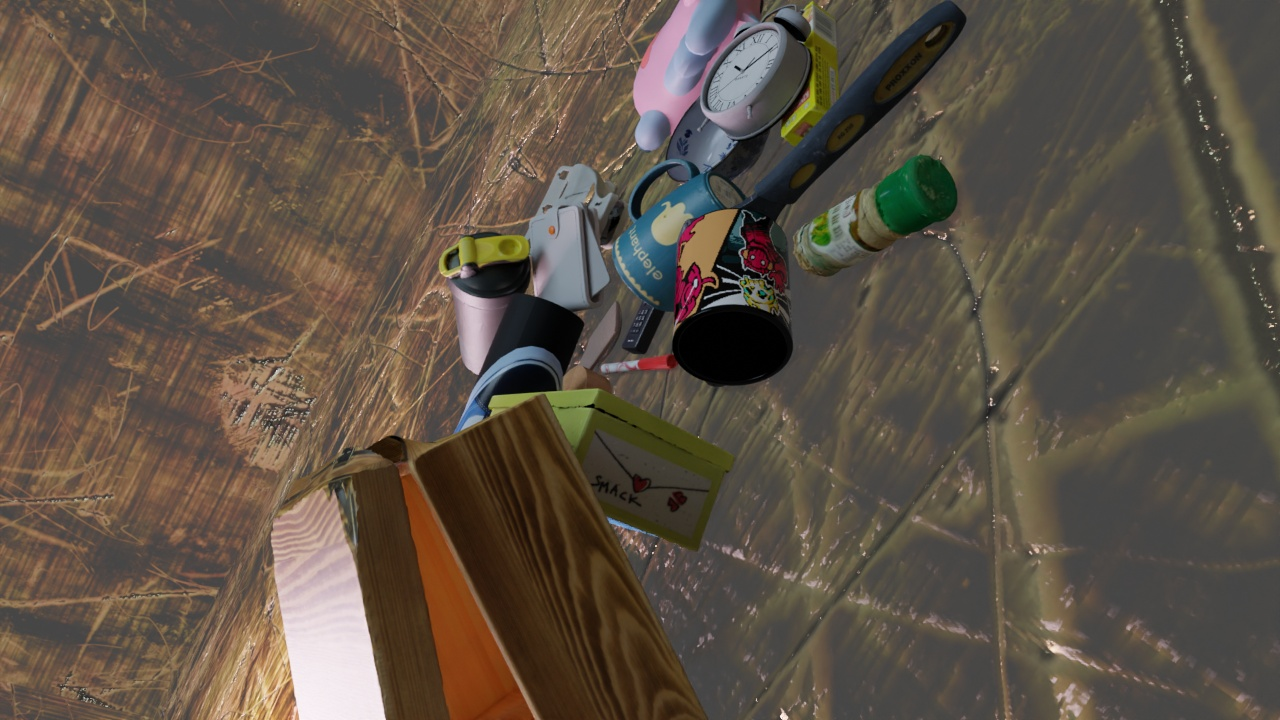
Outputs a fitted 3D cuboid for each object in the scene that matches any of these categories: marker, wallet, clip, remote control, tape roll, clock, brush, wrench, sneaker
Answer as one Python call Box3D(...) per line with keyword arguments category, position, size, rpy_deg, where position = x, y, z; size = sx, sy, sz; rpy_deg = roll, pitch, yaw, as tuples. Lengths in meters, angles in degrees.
Box3D(category="marker", position=(-0.005, 0.005, 0.838), size=(0.142, 0.012, 0.012), rpy_deg=(-8, 59, 63))
Box3D(category="wallet", position=(-0.072, -0.113, 1.009), size=(0.115, 0.037, 0.118), rpy_deg=(-6, 88, 45))
Box3D(category="clip", position=(-0.061, -0.163, 1.095), size=(0.152, 0.101, 0.126), rpy_deg=(19, 84, 38))
Box3D(category="remote control", position=(0.021, -0.069, 0.856), size=(0.032, 0.015, 0.136), rpy_deg=(3, 66, 65))
Box3D(category="tape roll", position=(-0.065, 0.053, 0.895), size=(0.094, 0.027, 0.093), rpy_deg=(-46, 29, 35))
Box3D(category="clock", position=(0.096, -0.240, 0.753), size=(0.095, 0.035, 0.122), rpy_deg=(4, 69, 54))
Box3D(category="brush", position=(-0.051, 0.000, 0.941), size=(0.136, 0.015, 0.049), rpy_deg=(-53, 24, 36))
Box3D(category="wrench", position=(0.123, -0.148, 0.669), size=(0.274, 0.073, 0.022), rpy_deg=(-45, 30, 24))
Box3D(category="sneaker", position=(-0.146, 0.100, 0.866), size=(0.242, 0.083, 0.098), rpy_deg=(-52, 27, 21))

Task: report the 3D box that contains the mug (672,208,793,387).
Box3D(category="mug", position=(0.063, -0.034, 0.667), size=(0.118, 0.082, 0.098), rpy_deg=(101, 176, -50))

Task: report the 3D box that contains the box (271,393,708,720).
Box3D(category="box", position=(-0.144, 0.169, 0.598), size=(0.191, 0.251, 0.280), rpy_deg=(-25, 1, -32))

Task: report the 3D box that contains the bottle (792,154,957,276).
Box3D(category="bottle", position=(0.146, -0.089, 0.583), size=(0.111, 0.043, 0.043), rpy_deg=(-28, 42, 55))

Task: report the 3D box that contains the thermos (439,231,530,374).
Box3D(category="thermos", position=(-0.182, -0.065, 1.093), size=(0.221, 0.098, 0.098), rpy_deg=(106, 176, -58))

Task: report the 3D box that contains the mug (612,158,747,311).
Box3D(category="mug", position=(0.034, -0.116, 0.772), size=(0.104, 0.084, 0.112), rpy_deg=(-39, 67, 32))

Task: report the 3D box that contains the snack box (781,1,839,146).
Box3D(category="snack box", position=(0.140, -0.237, 0.762), size=(0.040, 0.029, 0.147), rpy_deg=(-40, 33, 44))

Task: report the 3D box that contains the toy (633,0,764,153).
Box3D(category="toy", position=(0.050, -0.288, 0.889), size=(0.223, 0.120, 0.170), rpy_deg=(-56, 4, 25))

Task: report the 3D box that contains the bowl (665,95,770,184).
Box3D(category="bowl", position=(0.078, -0.197, 0.819), size=(0.115, 0.045, 0.114), rpy_deg=(-33, 41, 34))

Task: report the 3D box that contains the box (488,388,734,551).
Box3D(category="box", position=(-0.042, 0.078, 0.706), size=(0.221, 0.124, 0.079), rpy_deg=(-3, 63, 66))

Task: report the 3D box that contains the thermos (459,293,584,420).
Box3D(category="thermos", position=(-0.135, 0.036, 0.985), size=(0.086, 0.086, 0.198), rpy_deg=(-6, 61, 63))
